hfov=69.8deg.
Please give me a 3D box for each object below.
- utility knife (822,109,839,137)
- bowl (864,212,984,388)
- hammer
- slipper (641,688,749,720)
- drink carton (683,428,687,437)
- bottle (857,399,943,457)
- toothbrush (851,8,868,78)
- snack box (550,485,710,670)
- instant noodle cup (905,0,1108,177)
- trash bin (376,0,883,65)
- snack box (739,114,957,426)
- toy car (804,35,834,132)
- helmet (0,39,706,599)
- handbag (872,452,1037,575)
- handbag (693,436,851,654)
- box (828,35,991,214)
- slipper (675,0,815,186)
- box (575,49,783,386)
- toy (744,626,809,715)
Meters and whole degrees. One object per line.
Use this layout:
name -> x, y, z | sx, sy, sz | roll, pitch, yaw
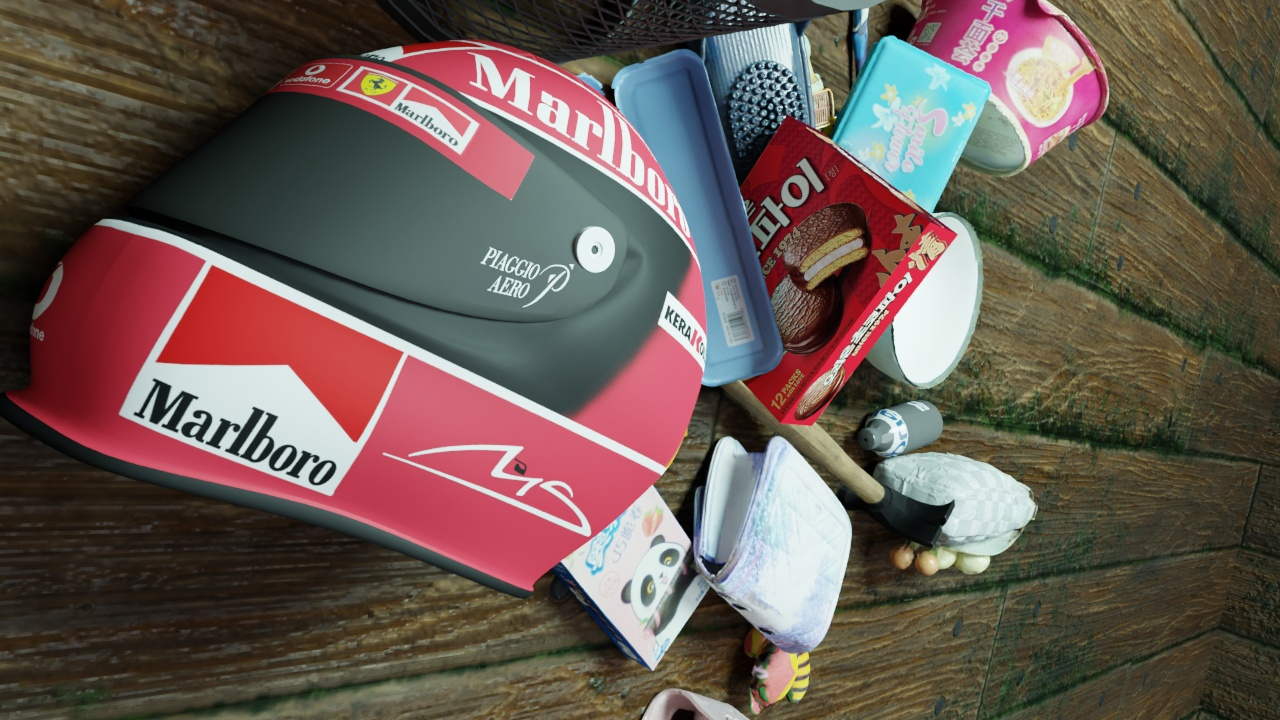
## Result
utility knife -> 0.109, -0.105, 0.722 | 0.030, 0.019, 0.227 | 41, 75, -36
bowl -> 0.236, -0.056, 0.816 | 0.153, 0.073, 0.153 | -13, 109, -42
hammer -> 0.143, 0.068, 0.742 | 0.305, 0.132, 0.040 | 38, 78, -34
slipper -> 0.041, 0.297, 0.703 | 0.239, 0.094, 0.064 | 12, 97, -42
drink carton -> -0.004, 0.004, 0.617 | 0.058, 0.041, 0.122 | -17, 112, -41
bottle -> 0.245, 0.066, 0.876 | 0.112, 0.047, 0.047 | -9, 107, -42
toothbrush -> 0.174, -0.266, 0.741 | 0.017, 0.016, 0.189 | -14, 111, -31
snack box -> -0.008, 0.144, 0.656 | 0.087, 0.033, 0.154 | -51, 130, -24
instant noodle cup -> 0.283, -0.226, 0.762 | 0.077, 0.179, 0.178 | -50, 132, -2
trash bin -> 0.000, -0.250, 0.420 | 0.217, 0.228, 0.218 | -13, 110, -42
snack box -> 0.104, -0.059, 0.601 | 0.035, 0.132, 0.152 | 8, 123, -45
toy car -> 0.116, -0.191, 0.679 | 0.047, 0.047, 0.112 | -27, 118, -34
helmet -> -0.090, -0.031, 0.414 | 0.270, 0.198, 0.224 | 30, 79, -36
handbag -> 0.297, 0.152, 0.907 | 0.171, 0.113, 0.123 | 9, 101, -46
handbag -> 0.101, 0.148, 0.730 | 0.158, 0.069, 0.126 | 48, 52, -41
box -> 0.169, -0.121, 0.726 | 0.097, 0.117, 0.227 | 25, 96, -3
slipper -> 0.074, -0.233, 0.581 | 0.101, 0.082, 0.264 | -15, 114, -10
box -> 0.010, -0.080, 0.564 | 0.122, 0.047, 0.209 | -17, 93, -17
toy -> 0.120, 0.268, 0.807 | 0.103, 0.046, 0.084 | 33, 54, -54
